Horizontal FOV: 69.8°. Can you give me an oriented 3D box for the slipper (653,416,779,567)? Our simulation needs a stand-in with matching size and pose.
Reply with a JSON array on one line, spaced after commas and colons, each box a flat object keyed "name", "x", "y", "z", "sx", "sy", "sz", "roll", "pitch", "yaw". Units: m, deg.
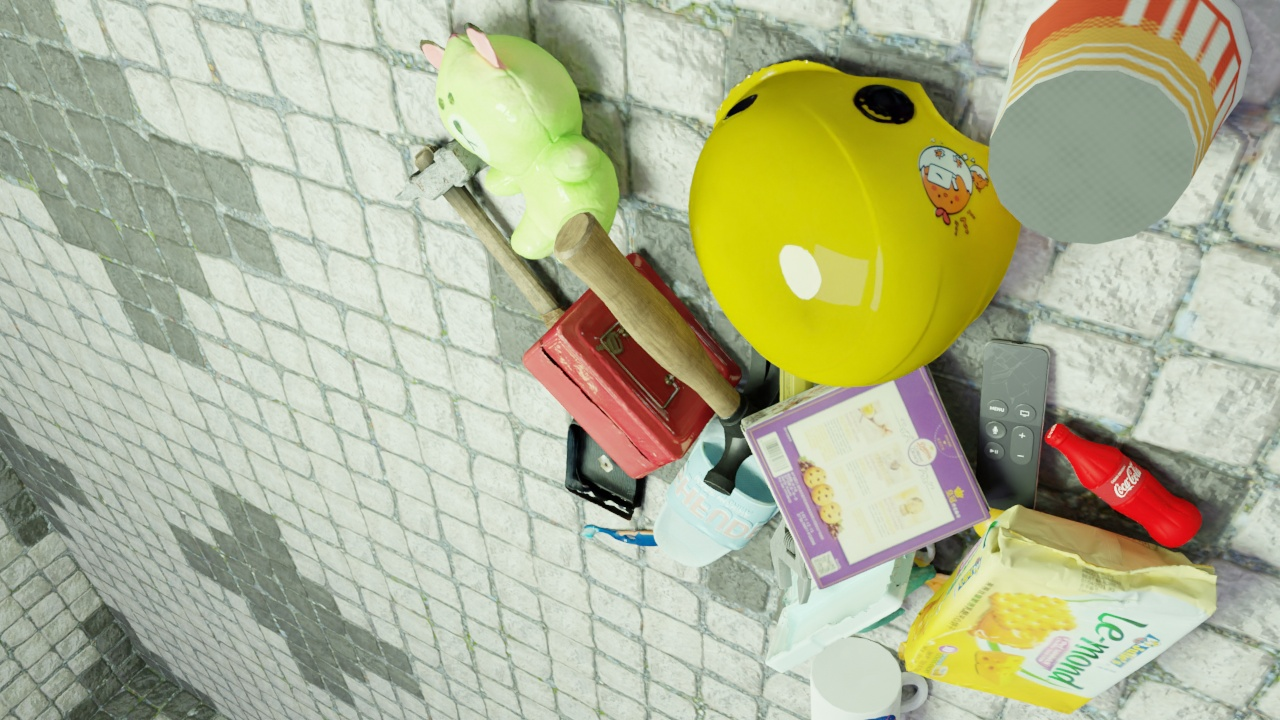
[{"name": "slipper", "x": 0.071, "y": 0.149, "z": 0.911, "sx": 0.104, "sy": 0.074, "sz": 0.246, "roll": 35, "pitch": 140, "yaw": 5}]

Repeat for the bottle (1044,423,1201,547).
[{"name": "bottle", "x": 0.352, "y": 0.088, "z": 0.676, "sx": 0.119, "sy": 0.036, "sz": 0.036, "roll": 38, "pitch": 139, "yaw": 4}]

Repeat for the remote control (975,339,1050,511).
[{"name": "remote control", "x": 0.282, "y": 0.053, "z": 0.700, "sx": 0.045, "sy": 0.008, "sz": 0.147, "roll": 10, "pitch": 121, "yaw": 30}]

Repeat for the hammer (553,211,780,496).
[{"name": "hammer", "x": 0.031, "y": -0.013, "z": 0.693, "sx": 0.040, "sy": 0.132, "sz": 0.305, "roll": 19, "pitch": 163, "yaw": 39}]

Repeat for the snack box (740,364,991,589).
[{"name": "snack box", "x": 0.174, "y": 0.084, "z": 0.717, "sx": 0.148, "sy": 0.040, "sz": 0.143, "roll": -24, "pitch": 95, "yaw": 6}]

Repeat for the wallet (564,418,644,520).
[{"name": "wallet", "x": -0.037, "y": 0.116, "z": 0.998, "sx": 0.089, "sy": 0.026, "sz": 0.115, "roll": 25, "pitch": 136, "yaw": 17}]

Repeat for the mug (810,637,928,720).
[{"name": "mug", "x": 0.240, "y": 0.353, "z": 0.961, "sx": 0.121, "sy": 0.091, "sz": 0.090, "roll": -9, "pitch": 127, "yaw": 0}]

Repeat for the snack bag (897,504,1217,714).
[{"name": "snack bag", "x": 0.321, "y": 0.207, "z": 0.747, "sx": 0.159, "sy": 0.068, "sz": 0.248, "roll": 13, "pitch": 140, "yaw": 2}]

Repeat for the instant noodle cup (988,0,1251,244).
[{"name": "instant noodle cup", "x": 0.250, "y": -0.133, "z": 0.494, "sx": 0.123, "sy": 0.120, "sz": 0.124, "roll": 20, "pitch": 135, "yaw": 22}]

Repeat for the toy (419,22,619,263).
[{"name": "toy", "x": -0.088, "y": -0.178, "z": 0.733, "sx": 0.150, "sy": 0.107, "sz": 0.197, "roll": 13, "pitch": 127, "yaw": 59}]

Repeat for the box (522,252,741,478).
[{"name": "box", "x": -0.007, "y": 0.007, "z": 0.806, "sx": 0.157, "sy": 0.129, "sz": 0.093, "roll": 49, "pitch": 139, "yaw": -9}]

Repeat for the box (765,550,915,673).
[{"name": "box", "x": 0.180, "y": 0.195, "z": 0.828, "sx": 0.041, "sy": 0.134, "sz": 0.198, "roll": 30, "pitch": 139, "yaw": -6}]

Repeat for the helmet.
[{"name": "helmet", "x": 0.120, "y": -0.078, "z": 0.626, "sx": 0.240, "sy": 0.139, "sz": 0.210, "roll": 36, "pitch": 139, "yaw": 6}]

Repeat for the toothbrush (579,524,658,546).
[{"name": "toothbrush", "x": -0.018, "y": 0.204, "z": 1.069, "sx": 0.135, "sy": 0.017, "sz": 0.021, "roll": -2, "pitch": 126, "yaw": 38}]

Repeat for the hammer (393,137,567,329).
[{"name": "hammer", "x": -0.105, "y": -0.071, "z": 0.878, "sx": 0.122, "sy": 0.048, "sz": 0.319, "roll": -21, "pitch": 113, "yaw": 48}]

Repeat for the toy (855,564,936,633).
[{"name": "toy", "x": 0.222, "y": 0.224, "z": 0.852, "sx": 0.105, "sy": 0.085, "sz": 0.033, "roll": 100, "pitch": 154, "yaw": -52}]

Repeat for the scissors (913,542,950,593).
[{"name": "scissors", "x": 0.264, "y": 0.195, "z": 0.853, "sx": 0.125, "sy": 0.011, "sz": 0.128, "roll": 6, "pitch": 131, "yaw": 33}]

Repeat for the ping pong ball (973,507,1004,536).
[{"name": "ping pong ball", "x": 0.293, "y": 0.130, "z": 0.753, "sx": 0.040, "sy": 0.040, "sz": 0.040, "roll": 20, "pitch": 135, "yaw": 22}]

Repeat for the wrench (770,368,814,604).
[{"name": "wrench", "x": 0.133, "y": 0.096, "z": 0.792, "sx": 0.083, "sy": 0.018, "sz": 0.274, "roll": -124, "pitch": 27, "yaw": -62}]
